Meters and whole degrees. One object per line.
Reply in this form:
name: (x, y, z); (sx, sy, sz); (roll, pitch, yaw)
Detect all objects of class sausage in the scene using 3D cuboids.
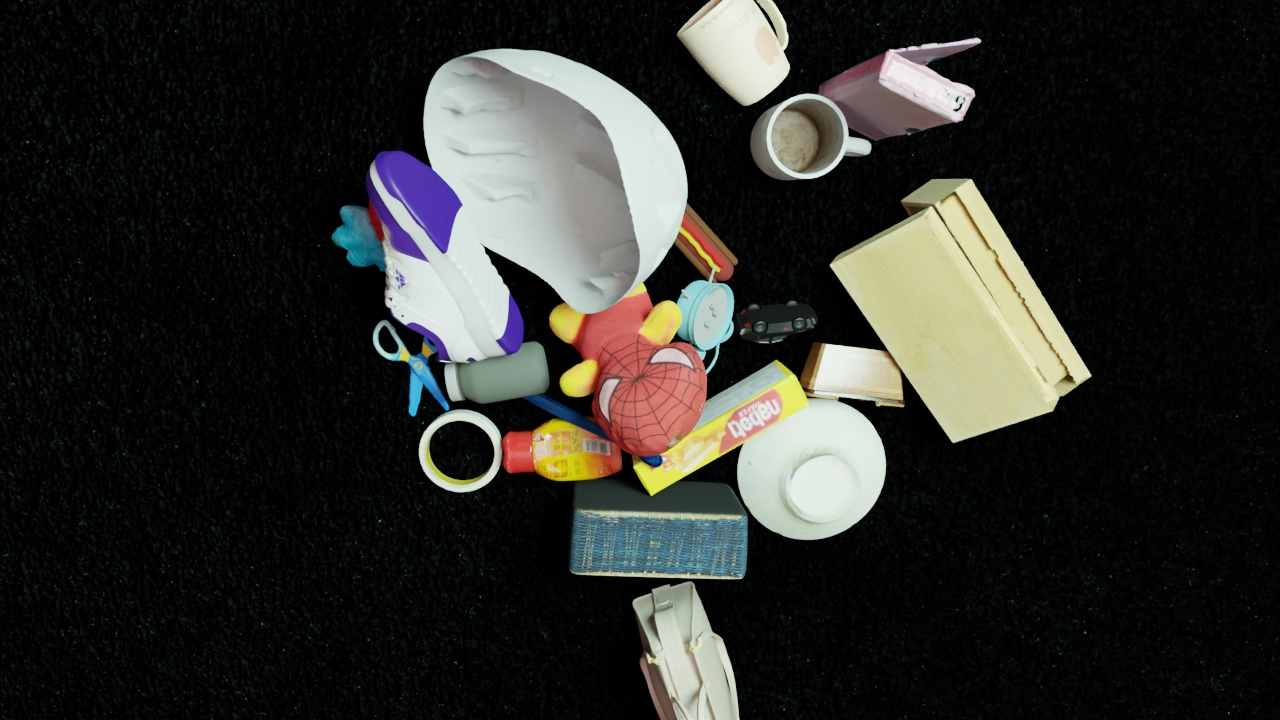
sausage: (0.046, -0.148, 1.009); (0.040, 0.040, 0.155); (-42, 99, 5)

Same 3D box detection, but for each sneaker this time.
sneaker: (-0.223, -0.095, 0.941); (0.111, 0.091, 0.244); (-18, 121, 19)

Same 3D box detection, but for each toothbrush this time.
toothbrush: (-0.056, 0.071, 1.006); (0.190, 0.017, 0.016); (25, 78, 26)

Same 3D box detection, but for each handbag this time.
handbag: (0.057, 0.373, 1.024); (0.101, 0.197, 0.194); (-18, 101, 0)

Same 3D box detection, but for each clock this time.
clock: (0.072, -0.035, 1.008); (0.042, 0.087, 0.123); (22, 134, 34)

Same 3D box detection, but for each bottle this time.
bottle: (-0.089, 0.101, 1.043); (0.134, 0.048, 0.071); (-3, 103, -2)
bottle: (-0.158, 0.015, 1.018); (0.108, 0.060, 0.060); (-10, 101, -1)

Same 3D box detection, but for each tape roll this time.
tape roll: (-0.205, 0.104, 1.052); (0.094, 0.019, 0.094); (0, 102, -2)

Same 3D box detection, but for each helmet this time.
helmet: (-0.090, -0.188, 0.912); (0.282, 0.183, 0.225); (23, 133, 4)

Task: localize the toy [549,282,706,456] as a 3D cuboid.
toy: (-0.006, 0.006, 0.963); (0.148, 0.098, 0.216); (-38, 57, 14)

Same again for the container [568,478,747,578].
container: (0.016, 0.181, 1.014); (0.187, 0.145, 0.071); (2, 97, -3)

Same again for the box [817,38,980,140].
box: (0.247, -0.277, 0.897); (0.099, 0.232, 0.080); (25, 97, -6)

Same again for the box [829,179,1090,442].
box: (0.351, -0.057, 0.982); (0.179, 0.142, 0.248); (-39, 99, -13)

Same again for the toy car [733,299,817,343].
toy car: (0.152, -0.041, 1.034); (0.091, 0.042, 0.036); (-5, 126, -2)

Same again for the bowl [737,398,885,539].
bowl: (0.203, 0.135, 1.054); (0.176, 0.057, 0.177); (-1, 104, -3)

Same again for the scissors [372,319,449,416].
scissors: (-0.259, 0.005, 1.034); (0.109, 0.018, 0.131); (8, 101, -6)

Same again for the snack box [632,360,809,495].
snack box: (0.085, 0.072, 1.024); (0.201, 0.092, 0.042); (-31, 99, 3)

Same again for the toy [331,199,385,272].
toy: (-0.267, -0.144, 0.986); (0.133, 0.062, 0.092); (-22, 106, 17)

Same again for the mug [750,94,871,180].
mug: (0.184, -0.231, 0.970); (0.119, 0.096, 0.083); (6, 100, -4)

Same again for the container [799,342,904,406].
container: (0.240, 0.015, 1.039); (0.114, 0.063, 0.061); (7, 93, -4)

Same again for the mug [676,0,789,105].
mug: (0.110, -0.336, 0.963); (0.104, 0.085, 0.111); (49, 65, -19)
